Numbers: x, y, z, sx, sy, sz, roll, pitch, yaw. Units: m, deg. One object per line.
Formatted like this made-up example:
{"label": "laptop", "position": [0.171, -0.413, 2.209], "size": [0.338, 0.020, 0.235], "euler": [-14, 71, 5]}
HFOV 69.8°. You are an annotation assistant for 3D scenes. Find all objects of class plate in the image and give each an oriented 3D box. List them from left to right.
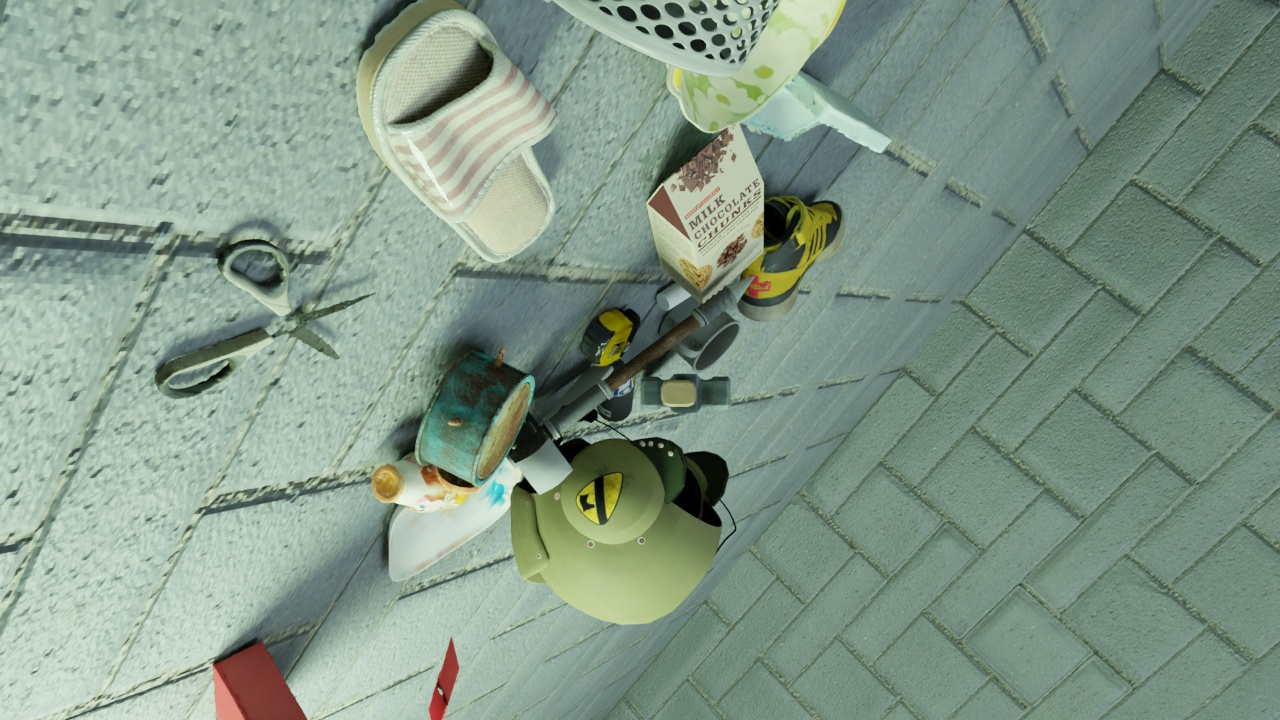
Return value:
{"label": "plate", "position": [-0.215, 0.169, 1.060], "size": [0.186, 0.016, 0.187], "euler": [-31, 155, -34]}

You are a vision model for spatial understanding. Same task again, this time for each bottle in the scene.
{"label": "bottle", "position": [-0.215, 0.118, 0.902], "size": [0.063, 0.063, 0.109], "euler": [-51, 158, 13]}
{"label": "bottle", "position": [-0.030, 0.034, 1.121], "size": [0.046, 0.047, 0.113], "euler": [-37, 157, -23]}

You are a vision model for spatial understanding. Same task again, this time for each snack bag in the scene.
{"label": "snack bag", "position": [0.067, -0.152, 0.932], "size": [0.094, 0.070, 0.206], "euler": [-42, 159, -10]}

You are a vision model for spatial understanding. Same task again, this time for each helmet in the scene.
{"label": "helmet", "position": [-0.034, 0.167, 1.035], "size": [0.233, 0.255, 0.250], "euler": [-52, 157, 5]}

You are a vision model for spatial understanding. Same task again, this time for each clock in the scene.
{"label": "clock", "position": [-0.159, 0.061, 0.863], "size": [0.158, 0.073, 0.121], "euler": [104, 13, -53]}

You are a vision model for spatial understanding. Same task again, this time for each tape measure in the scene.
{"label": "tape measure", "position": [-0.034, -0.023, 1.022], "size": [0.064, 0.037, 0.066], "euler": [-16, 144, -53]}

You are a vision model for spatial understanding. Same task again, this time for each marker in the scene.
{"label": "marker", "position": [0.074, -0.100, 1.105], "size": [0.132, 0.023, 0.027], "euler": [-34, 171, -28]}

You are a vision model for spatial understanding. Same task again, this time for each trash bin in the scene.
{"label": "trash bin", "position": [0.035, -0.275, 0.514], "size": [0.156, 0.156, 0.184], "euler": [-17, 143, -52]}

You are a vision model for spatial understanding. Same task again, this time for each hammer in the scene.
{"label": "hammer", "position": [-0.007, 0.007, 0.961], "size": [0.322, 0.156, 0.043], "euler": [-37, 114, -7]}
{"label": "hammer", "position": [0.050, 0.039, 1.080], "size": [0.323, 0.117, 0.051], "euler": [25, 64, -85]}

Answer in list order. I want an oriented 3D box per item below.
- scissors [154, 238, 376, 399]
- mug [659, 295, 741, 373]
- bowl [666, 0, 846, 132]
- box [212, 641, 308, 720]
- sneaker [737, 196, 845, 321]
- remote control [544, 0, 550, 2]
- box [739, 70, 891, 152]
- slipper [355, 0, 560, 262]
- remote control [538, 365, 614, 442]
{"label": "scissors", "position": [-0.254, -0.029, 0.631], "size": [0.170, 0.012, 0.158], "euler": [-34, 157, -30]}
{"label": "mug", "position": [0.067, -0.035, 1.144], "size": [0.113, 0.070, 0.084], "euler": [-12, 141, -56]}
{"label": "bowl", "position": [0.082, -0.281, 0.739], "size": [0.218, 0.060, 0.189], "euler": [-31, 154, -36]}
{"label": "box", "position": [-0.310, 0.475, 0.952], "size": [0.123, 0.378, 0.212], "euler": [-48, 166, -45]}
{"label": "sneaker", "position": [0.185, -0.162, 1.120], "size": [0.237, 0.086, 0.122], "euler": [-53, 147, -38]}
{"label": "remote control", "position": [-0.074, -0.263, 0.542], "size": [0.050, 0.011, 0.135], "euler": [-50, 159, 11]}
{"label": "box", "position": [0.166, -0.240, 0.915], "size": [0.122, 0.078, 0.197], "euler": [-11, 177, 31]}
{"label": "slipper", "position": [-0.108, -0.142, 0.645], "size": [0.115, 0.052, 0.263], "euler": [-42, 159, -7]}
{"label": "remote control", "position": [-0.084, 0.056, 1.031], "size": [0.045, 0.008, 0.146], "euler": [-4, -142, 49]}
